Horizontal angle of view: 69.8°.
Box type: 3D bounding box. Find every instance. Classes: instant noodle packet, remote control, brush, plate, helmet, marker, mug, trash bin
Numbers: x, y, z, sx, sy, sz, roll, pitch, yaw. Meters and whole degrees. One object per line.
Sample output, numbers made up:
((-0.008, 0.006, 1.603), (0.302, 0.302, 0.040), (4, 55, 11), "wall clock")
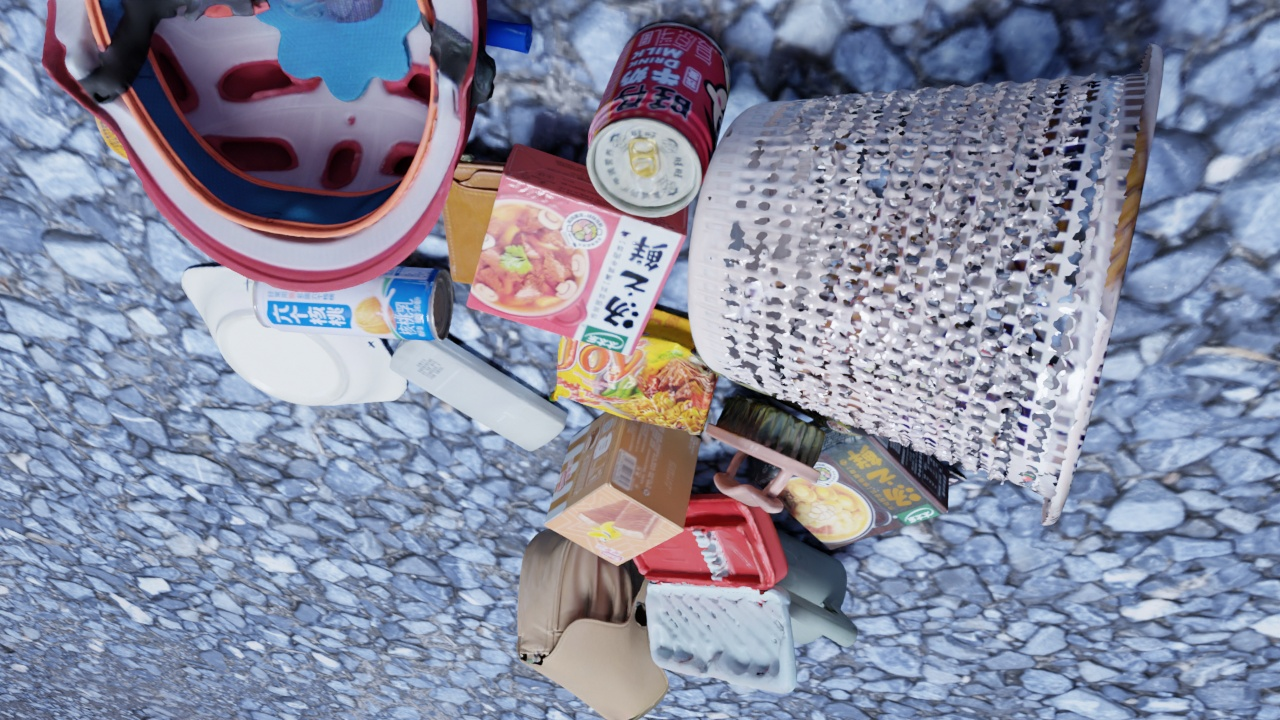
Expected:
((-0.004, 0.004, 0.685), (0.128, 0.044, 0.111), (15, 135, 2), "instant noodle packet")
((-0.134, 0.024, 0.762), (0.150, 0.021, 0.058), (35, 136, -21), "remote control")
((0.086, 0.068, 0.641), (0.063, 0.073, 0.145), (26, 178, -6), "brush")
((-0.292, -0.011, 0.763), (0.164, 0.034, 0.164), (0, 137, 19), "plate")
((-0.166, -0.170, 0.454), (0.207, 0.143, 0.240), (2, 125, 8), "helmet")
((-0.134, -0.195, 0.522), (0.146, 0.016, 0.017), (11, 139, 4), "marker")
((0.124, 0.198, 0.809), (0.103, 0.083, 0.124), (30, -179, -14), "mug")
((0.137, -0.048, 0.474), (0.192, 0.226, 0.228), (12, 141, 23), "trash bin")

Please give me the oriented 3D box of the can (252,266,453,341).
((-0.210, -0.044, 0.674), (0.134, 0.053, 0.053), (4, 138, 4), "can")

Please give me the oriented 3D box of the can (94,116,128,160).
((-0.263, -0.157, 0.572), (0.146, 0.058, 0.058), (-1, 136, 18), "can")

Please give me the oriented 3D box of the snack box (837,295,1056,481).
((0.204, 0.019, 0.609), (0.156, 0.077, 0.027), (21, 168, -6), "snack box")

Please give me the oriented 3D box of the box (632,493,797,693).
((0.054, 0.189, 0.769), (0.049, 0.160, 0.201), (-12, 177, -31), "box")

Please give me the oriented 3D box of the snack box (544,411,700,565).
((-0.013, 0.100, 0.754), (0.077, 0.092, 0.095), (33, 136, -20), "snack box")

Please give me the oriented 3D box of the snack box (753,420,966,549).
((0.175, 0.096, 0.730), (0.125, 0.053, 0.114), (42, 133, -20), "snack box")

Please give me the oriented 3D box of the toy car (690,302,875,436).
((0.107, 0.000, 0.626), (0.158, 0.070, 0.042), (27, 167, -11), "toy car")

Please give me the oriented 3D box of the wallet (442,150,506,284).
((-0.067, -0.092, 0.608), (0.131, 0.035, 0.119), (7, 141, 5), "wallet")

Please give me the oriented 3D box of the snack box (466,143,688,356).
((-0.044, -0.057, 0.578), (0.113, 0.044, 0.127), (16, 130, -9), "snack box")

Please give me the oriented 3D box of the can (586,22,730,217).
((0.010, -0.129, 0.493), (0.066, 0.093, 0.067), (9, 139, 8), "can")

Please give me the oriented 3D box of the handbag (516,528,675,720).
((-0.035, 0.254, 0.890), (0.100, 0.147, 0.204), (-12, 136, 31), "handbag")
